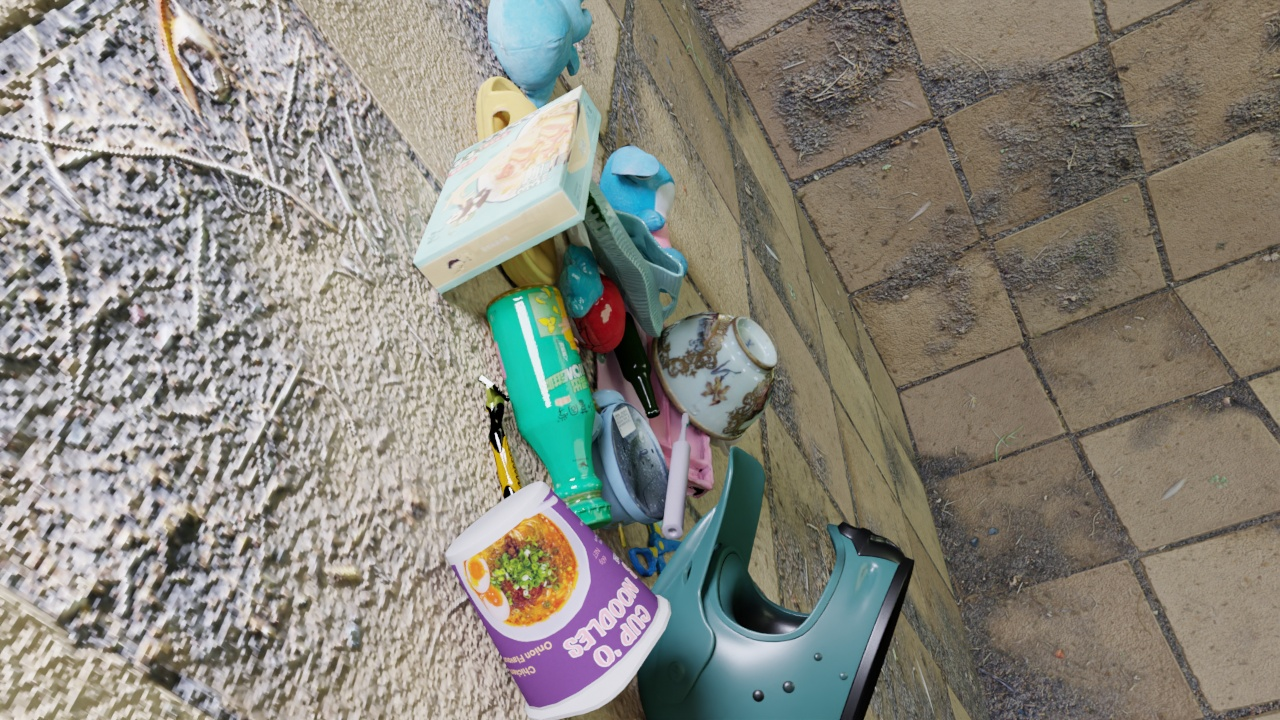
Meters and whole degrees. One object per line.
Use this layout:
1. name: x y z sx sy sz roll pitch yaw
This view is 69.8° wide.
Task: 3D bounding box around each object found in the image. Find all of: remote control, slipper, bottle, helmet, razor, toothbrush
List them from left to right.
1. razor: -0.103 0.083 0.721 0.044 0.021 0.144 65 7 -72
2. slipper: -0.106 -0.190 0.932 0.099 0.078 0.263 42 33 -52
3. bottle: -0.073 0.041 0.775 0.068 0.068 0.209 17 53 -65
4. remote control: -0.053 -0.141 1.094 0.133 0.022 0.050 16 54 -65
5. slipper: -0.010 -0.116 0.966 0.116 0.069 0.276 53 -3 24
6. bottle: -0.006 0.006 0.986 0.033 0.033 0.122 30 35 -59
7. toothbrush: 0.038 0.105 0.894 0.187 0.018 0.019 -79 149 -59
8. helmet: 0.099 0.227 0.776 0.176 0.200 0.274 22 87 -67

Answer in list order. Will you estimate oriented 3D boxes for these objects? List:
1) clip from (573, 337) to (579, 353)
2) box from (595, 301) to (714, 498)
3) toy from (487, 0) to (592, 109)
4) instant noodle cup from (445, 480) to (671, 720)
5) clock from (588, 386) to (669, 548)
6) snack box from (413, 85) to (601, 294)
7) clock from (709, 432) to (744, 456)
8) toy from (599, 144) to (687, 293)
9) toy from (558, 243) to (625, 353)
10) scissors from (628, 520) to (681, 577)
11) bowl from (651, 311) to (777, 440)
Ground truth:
1. clip: -0.084 -0.024 0.894 0.059 0.023 0.045 -4 73 -64
2. box: 0.006 0.029 1.046 0.179 0.040 0.232 35 35 -29
3. toy: -0.121 -0.401 1.086 0.180 0.115 0.184 -57 146 -46
4. instant noodle cup: -0.063 0.155 0.618 0.122 0.122 0.137 55 -6 -6
5. clock: -0.027 0.086 0.859 0.162 0.060 0.118 66 20 -1
6. snack box: -0.108 -0.150 0.785 0.044 0.142 0.193 53 24 -32
7. clock: 0.091 0.053 1.191 0.120 0.061 0.159 61 17 -46
8. toy: 0.008 -0.180 1.198 0.224 0.099 0.191 58 15 -83
9. toy: -0.053 -0.060 0.934 0.133 0.062 0.092 60 15 -51
10. scissors: 0.015 0.187 0.931 0.125 0.013 0.126 21 52 -62
11. bowl: 0.101 0.003 1.070 0.160 0.094 0.159 33 35 -27
